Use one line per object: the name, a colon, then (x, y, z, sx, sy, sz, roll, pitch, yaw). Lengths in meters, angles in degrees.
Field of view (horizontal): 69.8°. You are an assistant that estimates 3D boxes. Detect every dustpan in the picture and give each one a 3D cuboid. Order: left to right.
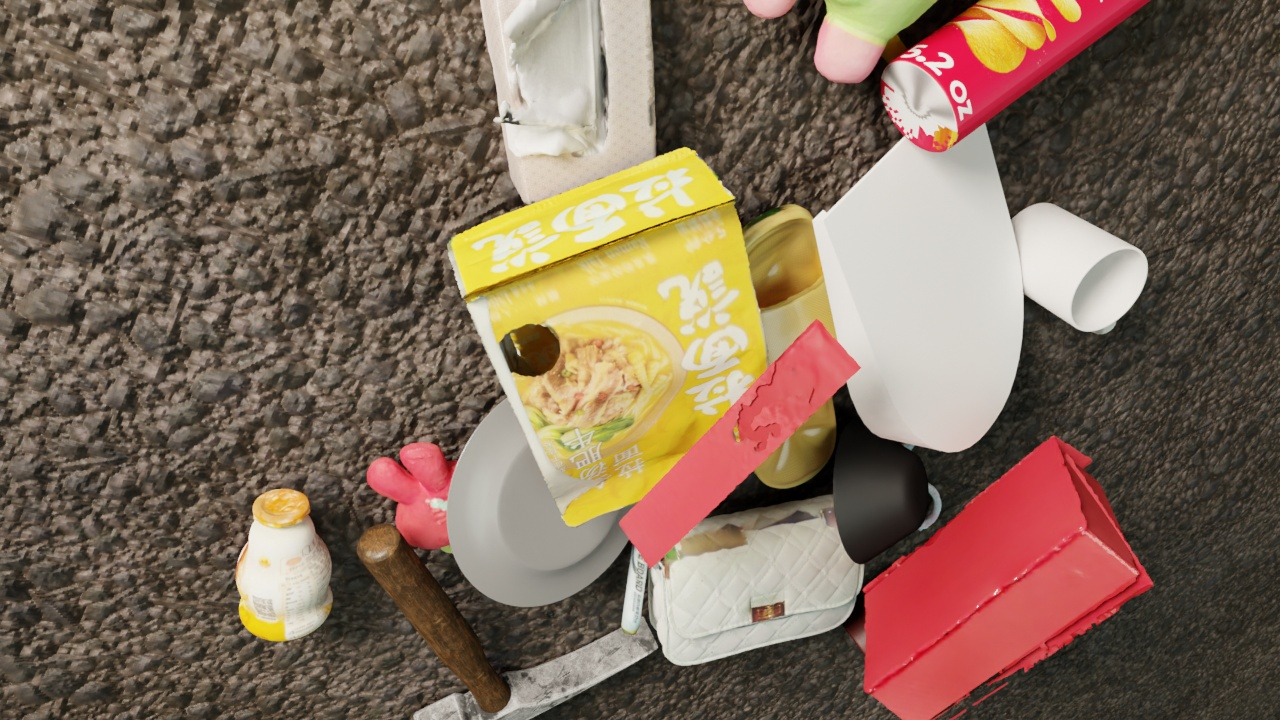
dustpan: (0.213, -0.051, 0.699, 0.191, 0.053, 0.258, -44, 122, -26)

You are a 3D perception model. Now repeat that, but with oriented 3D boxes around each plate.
plate: (-0.060, 0.100, 0.682, 0.178, 0.012, 0.178, -11, 108, -37)

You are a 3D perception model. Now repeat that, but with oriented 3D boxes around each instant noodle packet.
instant noodle packet: (-0.003, 0.003, 0.582, 0.163, 0.084, 0.222, -23, 124, -7)

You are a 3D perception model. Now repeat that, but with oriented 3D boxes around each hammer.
hammer: (-0.114, 0.204, 0.726, 0.217, 0.037, 0.301, -24, 137, -8)

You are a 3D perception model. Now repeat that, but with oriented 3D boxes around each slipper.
slipper: (0.115, 0.011, 0.707, 0.099, 0.078, 0.264, -22, 130, -10)

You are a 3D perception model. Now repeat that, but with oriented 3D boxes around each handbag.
handbag: (0.104, 0.194, 0.815, 0.194, 0.072, 0.139, -9, 117, -15)

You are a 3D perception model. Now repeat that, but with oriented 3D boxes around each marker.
marker: (0.000, 0.162, 0.769, 0.017, 0.017, 0.146, 0, 105, -24)

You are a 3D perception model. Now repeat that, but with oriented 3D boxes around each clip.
clip: (0.149, -0.213, 0.613, 0.054, 0.046, 0.048, 35, 69, -37)

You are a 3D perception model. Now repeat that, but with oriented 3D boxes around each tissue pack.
tissue pack: (-0.042, -0.178, 0.524, 0.103, 0.071, 0.182, -15, 129, -16)

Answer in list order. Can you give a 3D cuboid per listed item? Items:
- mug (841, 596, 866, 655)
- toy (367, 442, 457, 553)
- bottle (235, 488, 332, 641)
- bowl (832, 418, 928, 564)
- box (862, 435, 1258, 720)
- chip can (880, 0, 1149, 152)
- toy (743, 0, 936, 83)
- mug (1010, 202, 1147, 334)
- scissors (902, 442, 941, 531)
mug: (0.262, 0.274, 0.956, 0.082, 0.073, 0.105, -37, 158, 2)
toy: (-0.139, 0.103, 0.672, 0.092, 0.045, 0.135, -38, 133, 11)
bottle: (-0.247, 0.141, 0.637, 0.063, 0.063, 0.109, -3, 122, -23)
bowl: (0.210, 0.110, 0.774, 0.053, 0.123, 0.124, -5, 138, 33)
box: (0.349, 0.206, 0.759, 0.374, 0.148, 0.213, 23, 120, -35)
chip can: (0.264, -0.225, 0.604, 0.220, 0.069, 0.069, -36, 129, -10)
toy: (0.154, -0.286, 0.525, 0.192, 0.097, 0.237, 26, 97, -38)
mug: (0.355, -0.066, 0.756, 0.074, 0.090, 0.110, -38, 128, 3)
scissors: (0.235, 0.125, 0.876, 0.175, 0.013, 0.171, 25, 106, -31)
